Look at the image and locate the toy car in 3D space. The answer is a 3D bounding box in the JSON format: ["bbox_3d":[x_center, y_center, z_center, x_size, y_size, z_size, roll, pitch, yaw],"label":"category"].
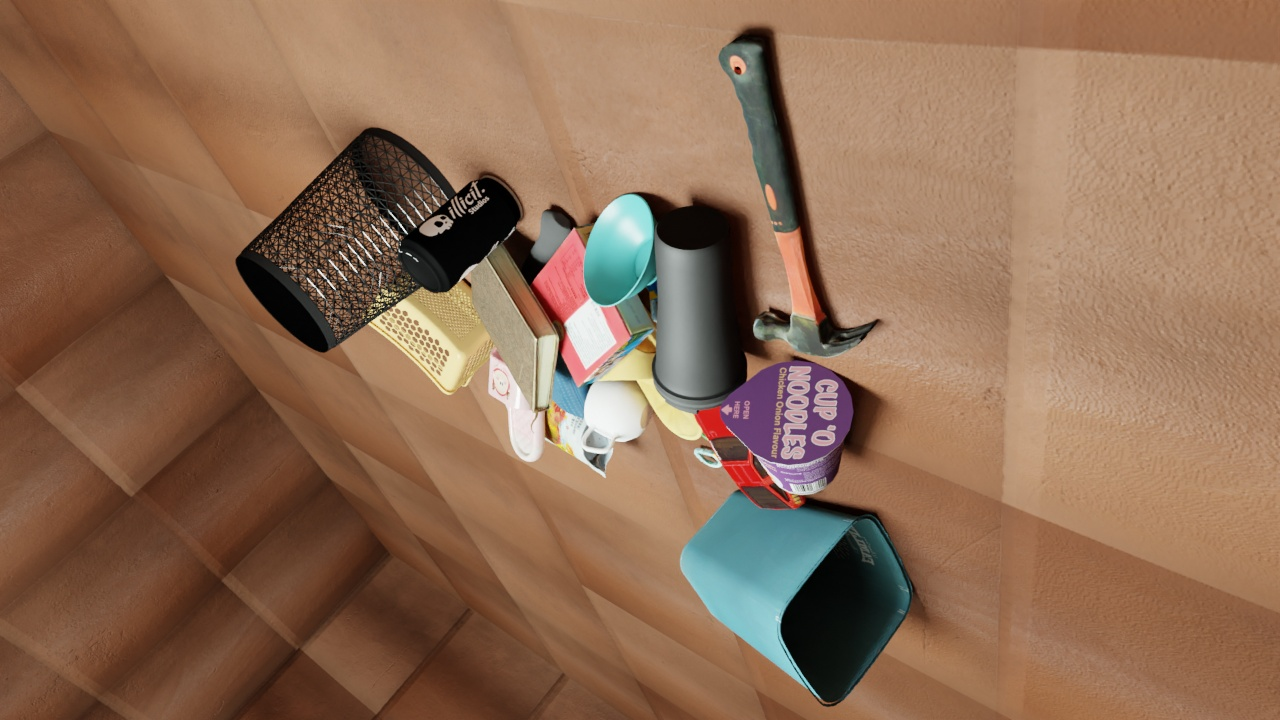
[{"bbox_3d":[0.131,0.109,1.132,0.082,0.056,0.189,-11,120,49],"label":"toy car"}]

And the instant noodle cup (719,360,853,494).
[{"bbox_3d":[0.164,0.084,0.995,0.137,0.121,0.122,0,149,17],"label":"instant noodle cup"}]

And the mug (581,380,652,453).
[{"bbox_3d":[-0.033,0.076,1.228,0.076,0.123,0.090,17,145,24],"label":"mug"}]

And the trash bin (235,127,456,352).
[{"bbox_3d":[-0.388,-0.151,1.233,0.217,0.242,0.217,32,152,19],"label":"trash bin"}]

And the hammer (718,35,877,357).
[{"bbox_3d":[0.127,-0.130,0.815,0.133,0.033,0.333,19,145,41],"label":"hammer"}]

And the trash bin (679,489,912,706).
[{"bbox_3d":[0.189,0.285,1.185,0.219,0.198,0.196,16,144,53],"label":"trash bin"}]

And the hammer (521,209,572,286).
[{"bbox_3d":[-0.139,-0.110,1.201,0.125,0.029,0.312,43,153,-1],"label":"hammer"}]

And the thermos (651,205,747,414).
[{"bbox_3d":[0.058,-0.051,0.953,0.106,0.105,0.219,27,145,28],"label":"thermos"}]

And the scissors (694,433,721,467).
[{"bbox_3d":[0.118,0.131,1.231,0.130,0.012,0.117,38,150,5],"label":"scissors"}]

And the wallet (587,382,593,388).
[{"bbox_3d":[-0.089,0.059,1.387,0.098,0.026,0.121,50,153,-9],"label":"wallet"}]

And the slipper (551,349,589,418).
[{"bbox_3d":[-0.107,-0.010,1.232,0.104,0.059,0.214,21,141,35],"label":"slipper"}]

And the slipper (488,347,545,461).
[{"bbox_3d":[-0.184,0.052,1.362,0.107,0.055,0.222,23,127,49],"label":"slipper"}]

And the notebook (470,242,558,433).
[{"bbox_3d":[-0.167,-0.038,1.187,0.215,0.034,0.191,56,152,32],"label":"notebook"}]

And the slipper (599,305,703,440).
[{"bbox_3d":[-0.007,0.007,1.143,0.100,0.078,0.263,-7,125,53],"label":"slipper"}]

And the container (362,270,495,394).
[{"bbox_3d":[-0.318,-0.051,1.417,0.183,0.129,0.167,42,147,0],"label":"container"}]

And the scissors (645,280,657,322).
[{"bbox_3d":[0.008,-0.090,1.049,0.125,0.013,0.130,21,147,34],"label":"scissors"}]

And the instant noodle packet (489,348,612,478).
[{"bbox_3d":[-0.147,0.080,1.413,0.269,0.057,0.147,23,133,45],"label":"instant noodle packet"}]

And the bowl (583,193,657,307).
[{"bbox_3d":[-0.007,-0.111,0.972,0.046,0.121,0.121,14,172,-36],"label":"bowl"}]

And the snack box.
[{"bbox_3d":[-0.061,-0.062,1.071,0.145,0.040,0.142,-42,73,52],"label":"snack box"}]

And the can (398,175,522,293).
[{"bbox_3d":[-0.216,-0.153,1.108,0.080,0.145,0.080,32,152,19],"label":"can"}]
